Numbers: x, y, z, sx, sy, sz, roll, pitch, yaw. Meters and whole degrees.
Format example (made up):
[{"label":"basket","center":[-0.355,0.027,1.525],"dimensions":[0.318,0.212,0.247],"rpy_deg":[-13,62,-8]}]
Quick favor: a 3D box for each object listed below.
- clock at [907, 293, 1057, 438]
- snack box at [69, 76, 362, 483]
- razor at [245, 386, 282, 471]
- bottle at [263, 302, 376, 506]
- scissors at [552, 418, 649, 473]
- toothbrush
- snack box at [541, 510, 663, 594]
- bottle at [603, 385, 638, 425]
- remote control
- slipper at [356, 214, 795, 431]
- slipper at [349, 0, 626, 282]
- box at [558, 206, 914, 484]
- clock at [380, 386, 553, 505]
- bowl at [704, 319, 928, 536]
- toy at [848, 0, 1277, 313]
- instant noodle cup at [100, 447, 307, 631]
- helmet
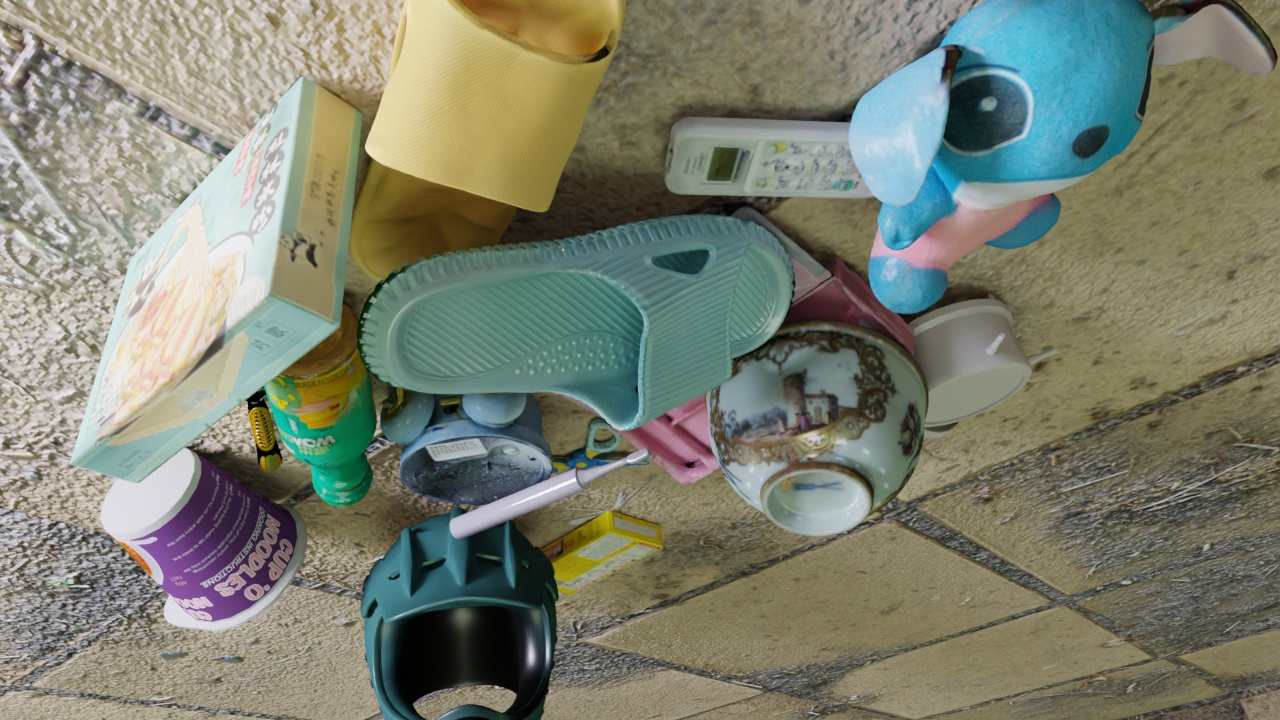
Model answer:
[{"label":"clock","center":[0.221,0.013,0.698],"dimensions":[0.119,0.061,0.160],"rpy_deg":[10,143,-39]},{"label":"snack box","center":[-0.220,-0.037,0.480],"dimensions":[0.194,0.141,0.044],"rpy_deg":[-31,139,31]},{"label":"razor","center":[-0.289,0.046,0.698],"dimensions":[0.044,0.021,0.144],"rpy_deg":[-14,149,-23]},{"label":"bottle","center":[-0.225,0.041,0.659],"dimensions":[0.068,0.068,0.210],"rpy_deg":[0,145,-10]},{"label":"scissors","center":[-0.053,0.086,0.807],"dimensions":[0.125,0.013,0.127],"rpy_deg":[3,147,-12]},{"label":"toothbrush","center":[-0.072,0.103,0.717],"dimensions":[0.188,0.018,0.019],"rpy_deg":[-24,150,23]},{"label":"snack box","center":[-0.054,0.205,0.967],"dimensions":[0.075,0.025,0.153],"rpy_deg":[24,135,-37]},{"label":"bottle","center":[-0.004,0.004,0.641],"dimensions":[0.033,0.033,0.123],"rpy_deg":[5,138,-17]},{"label":"remote control","center":[0.081,-0.117,0.521],"dimensions":[0.133,0.022,0.050],"rpy_deg":[0,146,-9]},{"label":"slipper","center":[-0.017,-0.020,0.520],"dimensions":[0.275,0.069,0.116],"rpy_deg":[-8,128,-26]},{"label":"slipper","center":[-0.085,-0.106,0.461],"dimensions":[0.099,0.078,0.264],"rpy_deg":[11,144,-26]},{"label":"box","center":[0.054,-0.006,0.670],"dimensions":[0.179,0.039,0.233],"rpy_deg":[37,129,-25]},{"label":"clock","center":[-0.131,0.057,0.705],"dimensions":[0.118,0.060,0.162],"rpy_deg":[-10,145,4]},{"label":"bowl","center":[0.120,0.062,0.630],"dimensions":[0.160,0.093,0.160],"rpy_deg":[5,134,5]},{"label":"toy","center":[0.203,-0.115,0.486],"dimensions":[0.223,0.099,0.192],"rpy_deg":[-20,152,-13]},{"label":"instant noodle cup","center":[-0.367,0.141,0.747],"dimensions":[0.136,0.122,0.122],"rpy_deg":[-34,135,-8]},{"label":"helmet","center":[-0.157,0.234,0.810],"dimensions":[0.176,0.200,0.275],"rpy_deg":[-2,-175,-12]}]
